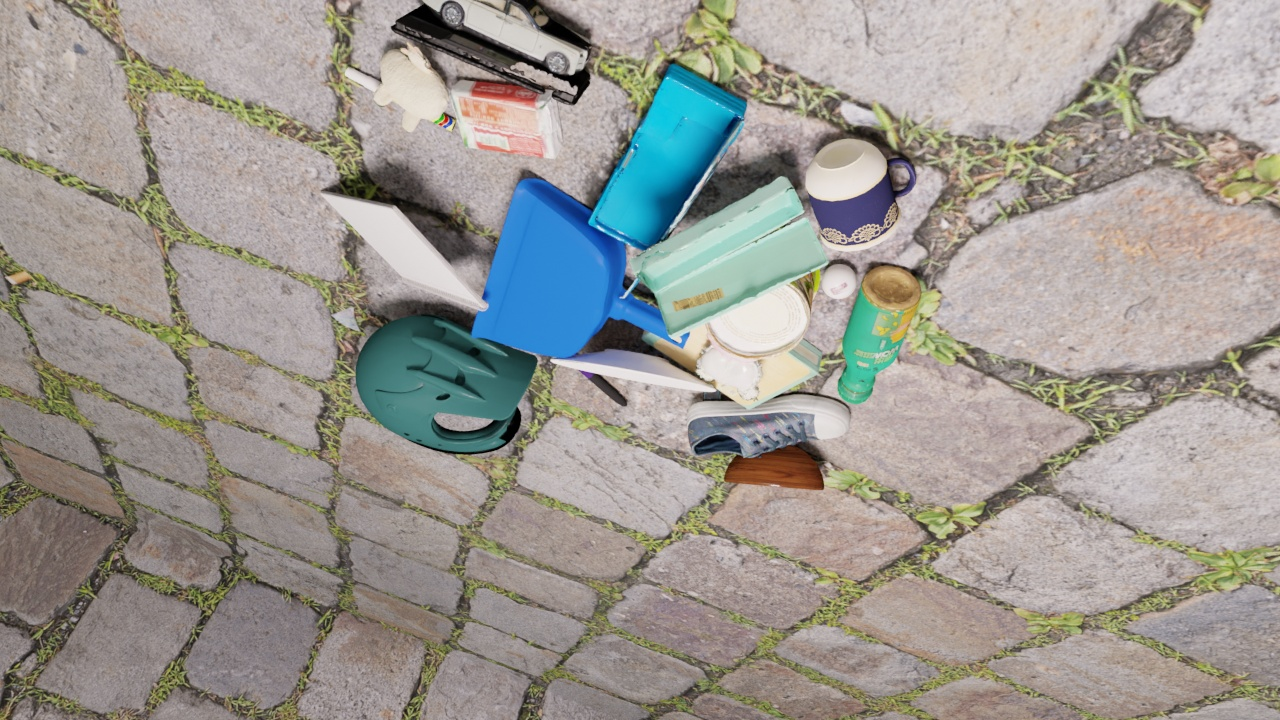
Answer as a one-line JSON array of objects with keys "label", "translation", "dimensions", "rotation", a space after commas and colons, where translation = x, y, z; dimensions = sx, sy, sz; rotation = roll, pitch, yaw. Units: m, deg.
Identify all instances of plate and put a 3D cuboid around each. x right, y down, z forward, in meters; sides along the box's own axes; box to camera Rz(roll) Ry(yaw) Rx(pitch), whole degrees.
[{"label": "plate", "translation": [-0.007, 0.007, 1.255], "dimensions": [0.229, 0.030, 0.229], "rotation": [10, 176, 1]}]

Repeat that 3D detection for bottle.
[{"label": "bottle", "translation": [0.278, -0.021, 1.106], "dimensions": [0.068, 0.067, 0.210], "rotation": [14, 144, 8]}]

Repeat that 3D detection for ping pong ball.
[{"label": "ping pong ball", "translation": [0.230, -0.091, 1.061], "dimensions": [0.040, 0.040, 0.040], "rotation": [13, 144, 9]}]

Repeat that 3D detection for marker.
[{"label": "marker", "translation": [-0.064, 0.029, 1.387], "dimensions": [0.018, 0.015, 0.134], "rotation": [-37, 120, 19]}, {"label": "marker", "translation": [-0.274, -0.299, 1.050], "dimensions": [0.132, 0.014, 0.014], "rotation": [26, 145, -8]}]

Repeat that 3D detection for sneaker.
[{"label": "sneaker", "translation": [0.178, 0.104, 1.301], "dimensions": [0.236, 0.079, 0.087], "rotation": [-3, 141, 18]}]

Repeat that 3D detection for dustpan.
[{"label": "dustpan", "translation": [-0.061, -0.074, 1.153], "dimensions": [0.257, 0.059, 0.246], "rotation": [27, 126, 4]}]

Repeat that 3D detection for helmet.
[{"label": "helmet", "translation": [-0.287, 0.032, 1.357], "dimensions": [0.275, 0.176, 0.201], "rotation": [17, 148, 9]}]

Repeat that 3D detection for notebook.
[{"label": "notebook", "translation": [-0.310, -0.145, 1.190], "dimensions": [0.246, 0.013, 0.178], "rotation": [19, 155, 50]}]

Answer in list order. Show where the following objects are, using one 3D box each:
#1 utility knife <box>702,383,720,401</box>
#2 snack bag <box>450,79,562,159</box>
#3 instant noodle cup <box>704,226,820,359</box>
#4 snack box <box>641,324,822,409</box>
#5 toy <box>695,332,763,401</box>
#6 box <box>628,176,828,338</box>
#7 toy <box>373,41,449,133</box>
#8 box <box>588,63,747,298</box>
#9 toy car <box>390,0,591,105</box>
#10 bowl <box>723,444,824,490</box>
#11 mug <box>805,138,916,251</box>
[{"label": "utility knife", "translation": [0.106, 0.082, 1.371], "dimensions": [0.029, 0.020, 0.173], "rotation": [6, 144, 6]}, {"label": "snack bag", "translation": [-0.146, -0.266, 1.014], "dimensions": [0.116, 0.036, 0.077], "rotation": [10, 143, 14]}, {"label": "instant noodle cup", "translation": [0.134, -0.074, 1.051], "dimensions": [0.146, 0.097, 0.146], "rotation": [3, 129, 4]}, {"label": "snack box", "translation": [0.119, -0.018, 1.208], "dimensions": [0.193, 0.044, 0.142], "rotation": [34, 142, -19]}, {"label": "toy", "translation": [0.116, -0.003, 1.157], "dimensions": [0.096, 0.041, 0.109], "rotation": [24, 143, 16]}, {"label": "box", "translation": [0.095, -0.099, 0.957], "dimensions": [0.188, 0.093, 0.077], "rotation": [-27, 160, 12]}, {"label": "toy", "translation": [-0.247, -0.302, 0.998], "dimensions": [0.087, 0.050, 0.113], "rotation": [42, 131, 0]}, {"label": "box", "translation": [0.014, -0.179, 0.983], "dimensions": [0.094, 0.115, 0.244], "rotation": [26, 144, -8]}, {"label": "toy car", "translation": [-0.135, -0.326, 0.901], "dimensions": [0.191, 0.093, 0.071], "rotation": [23, 124, -4]}, {"label": "bowl", "translation": [0.200, 0.152, 1.362], "dimensions": [0.147, 0.068, 0.147], "rotation": [5, 172, 1]}, {"label": "mug", "translation": [0.223, -0.178, 0.924], "dimensions": [0.112, 0.085, 0.089], "rotation": [-27, 130, 2]}]
